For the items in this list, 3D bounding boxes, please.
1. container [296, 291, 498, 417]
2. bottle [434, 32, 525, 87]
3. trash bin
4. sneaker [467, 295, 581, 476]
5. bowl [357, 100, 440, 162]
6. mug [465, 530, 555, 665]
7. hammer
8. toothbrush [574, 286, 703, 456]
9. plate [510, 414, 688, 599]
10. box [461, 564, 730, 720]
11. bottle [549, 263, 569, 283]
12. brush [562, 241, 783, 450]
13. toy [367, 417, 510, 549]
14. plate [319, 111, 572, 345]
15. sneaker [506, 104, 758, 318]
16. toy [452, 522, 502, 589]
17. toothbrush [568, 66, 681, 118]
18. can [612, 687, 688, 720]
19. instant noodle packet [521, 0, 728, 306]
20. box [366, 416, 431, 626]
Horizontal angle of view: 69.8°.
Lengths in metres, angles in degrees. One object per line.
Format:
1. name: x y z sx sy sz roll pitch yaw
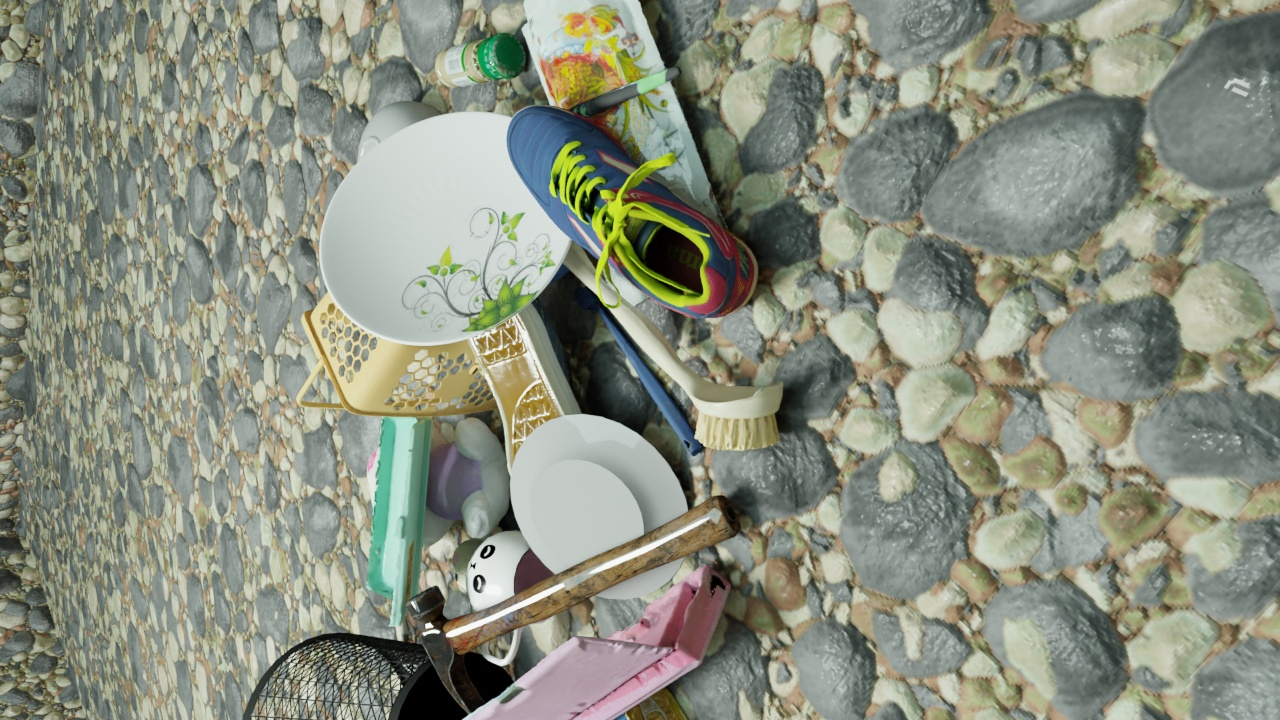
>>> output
1. container: -0.217 -0.003 0.881 0.167 0.183 0.129 -47 62 30
2. bottle: -0.157 -0.287 0.885 0.110 0.042 0.043 9 101 47
3. trash bin: -0.262 0.396 0.968 0.244 0.216 0.217 -17 82 39
4. sneaker: -0.082 0.038 0.828 0.088 0.079 0.235 -12 104 27
5. bowl: -0.260 -0.210 0.984 0.132 0.064 0.132 7 100 46
6. mug: -0.124 0.223 0.865 0.076 0.090 0.123 -6 62 38
7. hammer: -0.056 0.199 0.772 0.331 0.033 0.120 -30 88 26
8. toothbrush: -0.005 0.005 0.777 0.190 0.017 0.016 55 130 27
9. plate: -0.042 0.131 0.781 0.173 0.019 0.173 8 110 23
10. box: -0.037 0.261 0.739 0.234 0.172 0.075 -47 67 40
11. bottle: -0.110 -0.133 0.849 0.048 0.048 0.131 -49 61 38
12. brush: 0.010 -0.020 0.725 0.272 0.062 0.077 43 115 33
13. toy: -0.212 0.127 0.962 0.210 0.085 0.137 -17 80 44
14. plate: -0.163 -0.112 0.791 0.229 0.030 0.229 -4 67 9
15. sneaker: -0.020 -0.118 0.680 0.242 0.090 0.116 38 115 18
16. toy: -0.161 0.210 0.948 0.087 0.050 0.112 -3 98 46
17. toothbrush: -0.041 -0.199 0.726 0.188 0.017 0.014 -8 110 43
18. can: 0.014 0.333 0.773 0.099 0.053 0.059 55 131 27
19. instant noodle packet: -0.022 -0.185 0.750 0.147 0.057 0.269 -25 82 47
20. box: -0.230 0.147 0.889 0.138 0.056 0.187 11 97 59
